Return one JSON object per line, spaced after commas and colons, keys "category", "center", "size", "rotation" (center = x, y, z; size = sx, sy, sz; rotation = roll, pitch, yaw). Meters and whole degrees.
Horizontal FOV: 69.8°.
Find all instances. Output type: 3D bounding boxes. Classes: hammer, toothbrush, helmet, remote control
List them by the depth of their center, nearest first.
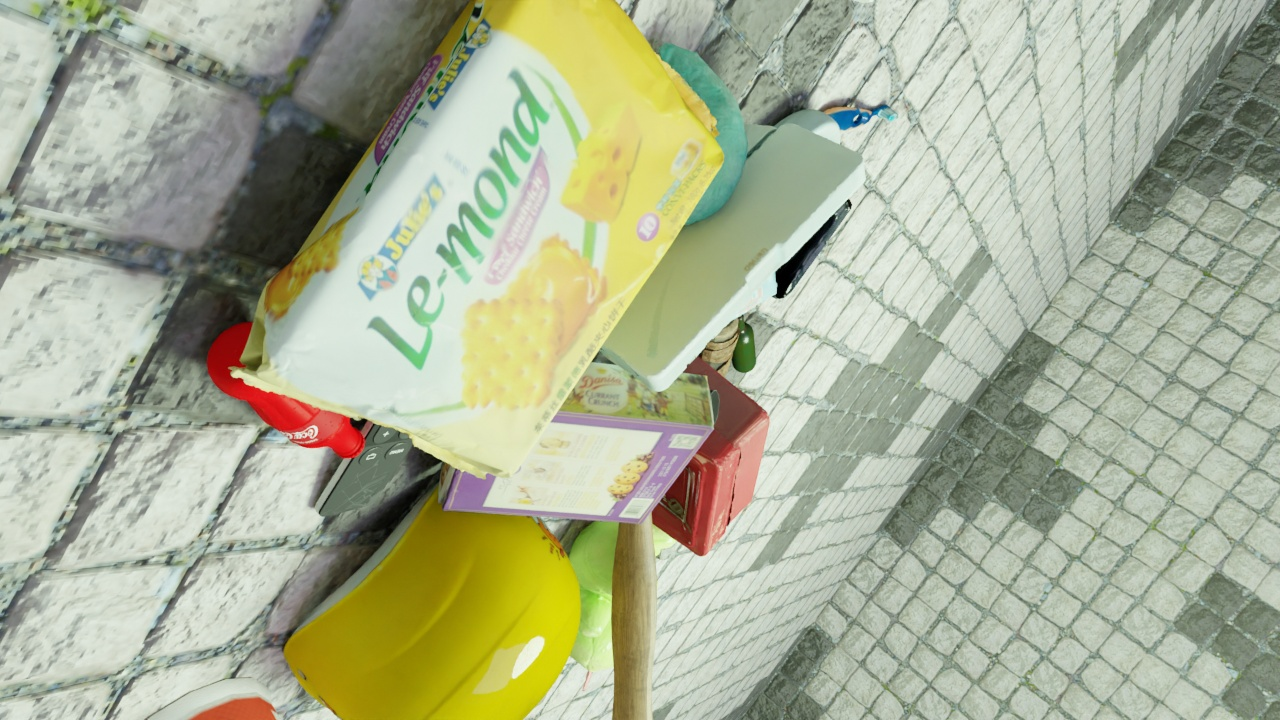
{"category": "remote control", "center": [-0.146, 0.040, 0.545], "size": [0.147, 0.008, 0.045], "rotation": [-52, 157, 25]}
{"category": "helmet", "center": [-0.122, 0.210, 0.685], "size": [0.209, 0.139, 0.240], "rotation": [-47, 155, -11]}
{"category": "hammer", "center": [-0.010, 0.165, 0.727], "size": [0.040, 0.132, 0.305], "rotation": [-25, 118, -64]}
{"category": "toothbrush", "center": [0.192, -0.213, 0.802], "size": [0.134, 0.017, 0.022], "rotation": [-21, 139, -48]}
{"category": "hammer", "center": [0.059, 0.077, 0.935], "size": [0.121, 0.049, 0.320], "rotation": [-36, 149, -36]}

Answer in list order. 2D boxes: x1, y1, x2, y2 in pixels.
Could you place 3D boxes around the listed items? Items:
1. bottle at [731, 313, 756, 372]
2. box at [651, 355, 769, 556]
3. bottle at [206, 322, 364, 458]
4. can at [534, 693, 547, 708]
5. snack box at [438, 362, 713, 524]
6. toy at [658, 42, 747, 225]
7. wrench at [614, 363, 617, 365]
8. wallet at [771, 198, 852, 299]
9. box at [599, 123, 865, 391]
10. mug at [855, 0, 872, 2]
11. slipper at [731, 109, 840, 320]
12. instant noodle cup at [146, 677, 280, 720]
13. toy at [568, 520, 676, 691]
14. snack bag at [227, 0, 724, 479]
{"category": "bottle", "center": [0.098, -0.021, 0.887], "size": [0.025, 0.025, 0.106], "rotation": [-45, 154, -14]}
{"category": "box", "center": [0.037, 0.075, 0.793], "size": [0.092, 0.129, 0.158], "rotation": [-38, 153, -29]}
{"category": "bottle", "center": [-0.174, 0.022, 0.470], "size": [0.036, 0.036, 0.119], "rotation": [-46, 155, -13]}
{"category": "can", "center": [-0.153, 0.340, 0.907], "size": [0.135, 0.054, 0.054], "rotation": [-4, 127, -57]}
{"category": "snack box", "center": [-0.046, 0.056, 0.595], "size": [0.148, 0.040, 0.144], "rotation": [7, 145, -17]}
{"category": "toy", "center": [0.022, -0.125, 0.544], "size": [0.105, 0.085, 0.033], "rotation": [-58, -164, -3]}
{"category": "wrench", "center": [-0.004, 0.004, 0.648], "size": [0.274, 0.018, 0.083], "rotation": [-49, -158, 25]}
{"category": "wallet", "center": [0.142, -0.115, 0.836], "size": [0.115, 0.026, 0.089], "rotation": [-53, 155, 4]}
{"category": "box", "center": [0.032, -0.079, 0.575], "size": [0.196, 0.134, 0.041], "rotation": [-45, 142, -15]}
{"category": "mug", "center": [0.102, -0.270, 0.505], "size": [0.121, 0.091, 0.090], "rotation": [21, 109, -28]}
{"category": "slipper", "center": [0.082, -0.093, 0.709], "size": [0.245, 0.074, 0.104], "rotation": [-48, 154, -11]}
{"category": "instant noodle cup", "center": [-0.260, 0.292, 0.581], "size": [0.123, 0.121, 0.124], "rotation": [-39, 152, -26]}
{"category": "toy", "center": [-0.035, 0.232, 0.923], "size": [0.197, 0.107, 0.149], "rotation": [-60, 179, 37]}
{"category": "snack bag", "center": [-0.067, -0.067, 0.447], "size": [0.247, 0.068, 0.159], "rotation": [-56, 136, -3]}
